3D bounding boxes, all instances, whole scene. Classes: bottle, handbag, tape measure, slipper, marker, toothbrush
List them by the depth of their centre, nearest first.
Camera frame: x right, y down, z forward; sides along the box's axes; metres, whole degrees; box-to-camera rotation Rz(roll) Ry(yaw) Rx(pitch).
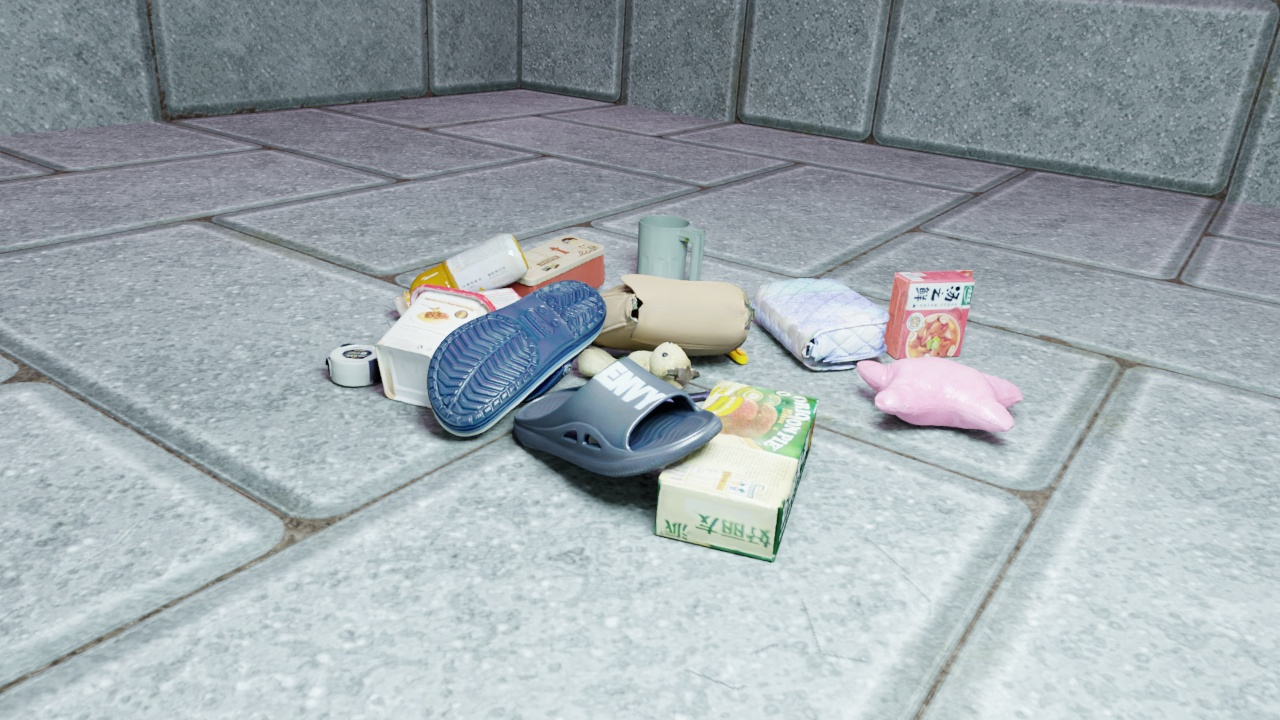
[{"bbox_3d":[-0.042,0.047,0.900,0.110,0.083,0.269,-33,24,-35],"label":"slipper"},{"bbox_3d":[-0.141,-0.003,1.036,0.105,0.095,0.252,38,55,16],"label":"slipper"},{"bbox_3d":[0.036,0.047,1.078,0.188,0.014,0.017,-8,14,-26],"label":"toothbrush"},{"bbox_3d":[-0.337,0.005,1.093,0.066,0.034,0.065,6,21,10],"label":"tape measure"},{"bbox_3d":[0.037,-0.058,1.153,0.204,0.099,0.148,3,-9,-24],"label":"handbag"},{"bbox_3d":[0.114,-0.023,1.253,0.018,0.015,0.124,-1,21,-22],"label":"marker"},{"bbox_3d":[0.247,-0.052,1.268,0.134,0.076,0.194,-6,23,-12],"label":"handbag"},{"bbox_3d":[-0.251,-0.111,1.276,0.189,0.068,0.068,-26,27,-2],"label":"bottle"}]

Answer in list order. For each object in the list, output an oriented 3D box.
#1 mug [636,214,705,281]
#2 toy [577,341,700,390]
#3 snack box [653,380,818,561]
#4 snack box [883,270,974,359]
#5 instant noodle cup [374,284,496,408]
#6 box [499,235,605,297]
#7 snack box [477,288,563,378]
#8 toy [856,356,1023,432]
[{"bbox_3d":[0.050,-0.170,1.476,0.124,0.103,0.083,24,30,37],"label":"mug"},{"bbox_3d":[-0.007,0.006,1.102,0.157,0.066,0.105,6,4,37],"label":"toy"},{"bbox_3d":[0.101,0.098,0.904,0.114,0.063,0.239,10,24,14],"label":"snack box"},{"bbox_3d":[0.407,-0.064,1.266,0.127,0.113,0.044,-4,23,-17],"label":"snack box"},{"bbox_3d":[-0.236,-0.013,1.066,0.117,0.116,0.123,12,37,19],"label":"instant noodle cup"},{"bbox_3d":[-0.135,-0.123,1.387,0.091,0.079,0.167,21,35,33],"label":"box"},{"bbox_3d":[-0.160,-0.036,1.188,0.058,0.057,0.207,-10,27,-23],"label":"snack box"},{"bbox_3d":[0.355,0.034,1.082,0.194,0.075,0.178,8,21,1],"label":"toy"}]
